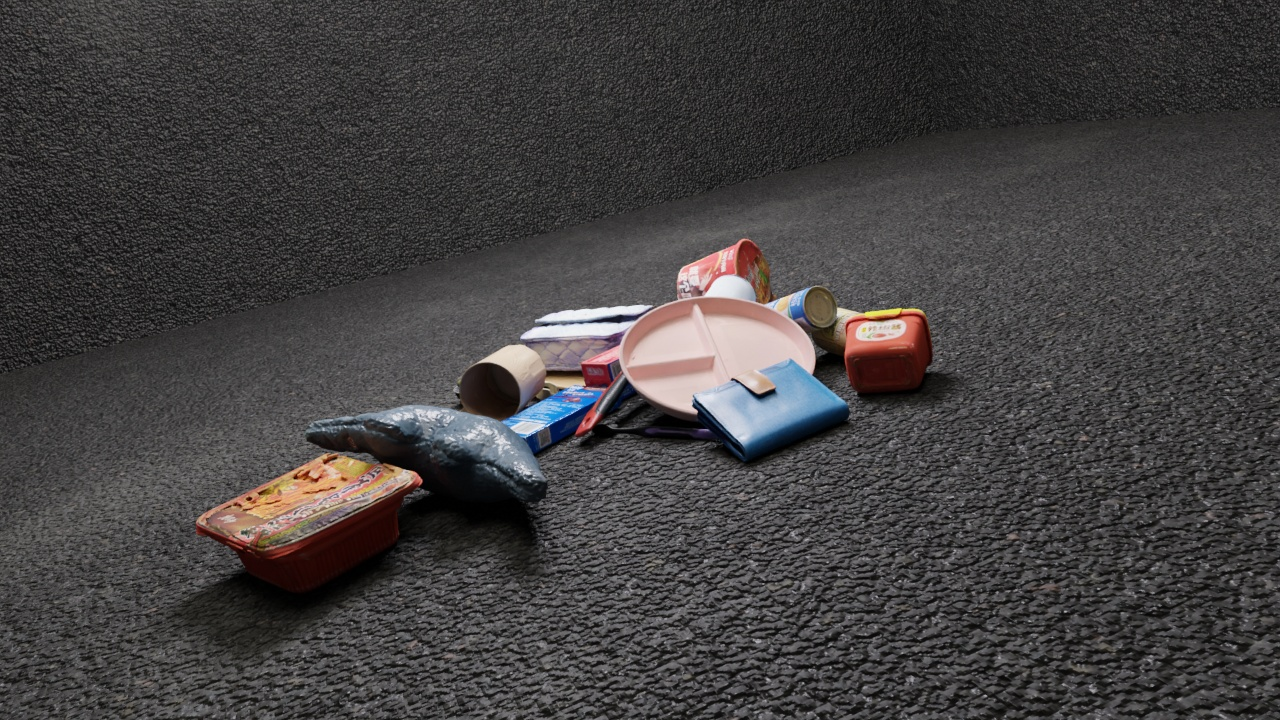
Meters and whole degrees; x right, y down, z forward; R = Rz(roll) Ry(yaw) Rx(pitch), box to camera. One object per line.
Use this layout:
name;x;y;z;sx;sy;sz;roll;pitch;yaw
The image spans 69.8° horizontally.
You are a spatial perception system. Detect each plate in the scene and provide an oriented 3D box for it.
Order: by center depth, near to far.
plate;0.090;-0.002;1.083;0.229;0.028;0.229;-1;38;1

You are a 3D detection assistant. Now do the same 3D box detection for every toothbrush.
toothbrush;0.022;0.079;1.022;0.189;0.014;0.016;-1;7;36

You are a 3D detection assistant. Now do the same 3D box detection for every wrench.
wrench;-0.007;0.007;1.136;0.056;0.016;0.272;-27;18;46

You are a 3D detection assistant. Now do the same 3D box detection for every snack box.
snack box;0.273;-0.006;1.018;0.091;0.082;0.079;-6;30;26
snack box;-0.106;0.071;1.124;0.085;0.026;0.156;3;22;44
snack box;0.015;-0.005;1.244;0.058;0.057;0.206;0;20;46

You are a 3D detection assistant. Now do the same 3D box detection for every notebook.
notebook;-0.080;0.012;1.346;0.147;0.008;0.208;-25;20;-38

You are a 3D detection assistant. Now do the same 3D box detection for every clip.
clip;-0.147;0.031;1.286;0.103;0.035;0.092;0;20;24

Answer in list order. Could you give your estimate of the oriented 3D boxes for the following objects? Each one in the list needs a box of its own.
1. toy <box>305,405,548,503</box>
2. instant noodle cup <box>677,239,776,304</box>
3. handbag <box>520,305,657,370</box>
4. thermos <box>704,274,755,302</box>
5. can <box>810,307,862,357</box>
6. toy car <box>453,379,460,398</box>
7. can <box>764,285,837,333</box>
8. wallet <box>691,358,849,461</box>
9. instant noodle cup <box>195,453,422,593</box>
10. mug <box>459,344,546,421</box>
toy;-0.202;0.097;0.946;0.357;0.091;0.137;8;-1;35
instant noodle cup;0.126;-0.102;1.373;0.109;0.138;0.137;-13;13;30
handbag;-0.071;-0.036;1.350;0.194;0.075;0.133;-1;19;33
thermos;0.088;-0.031;1.203;0.073;0.073;0.223;-3;31;30
can;0.264;-0.031;1.134;0.058;0.058;0.116;-17;16;-17
toy car;-0.224;0.036;1.325;0.090;0.035;0.042;-21;16;-27
can;0.188;-0.054;1.173;0.053;0.053;0.135;-22;1;-31
wallet;0.134;0.049;0.958;0.132;0.040;0.106;-19;38;-22
instant noodle cup;-0.317;0.157;0.887;0.189;0.079;0.164;4;22;43
mug;-0.189;0.042;1.196;0.125;0.084;0.103;-43;2;20
